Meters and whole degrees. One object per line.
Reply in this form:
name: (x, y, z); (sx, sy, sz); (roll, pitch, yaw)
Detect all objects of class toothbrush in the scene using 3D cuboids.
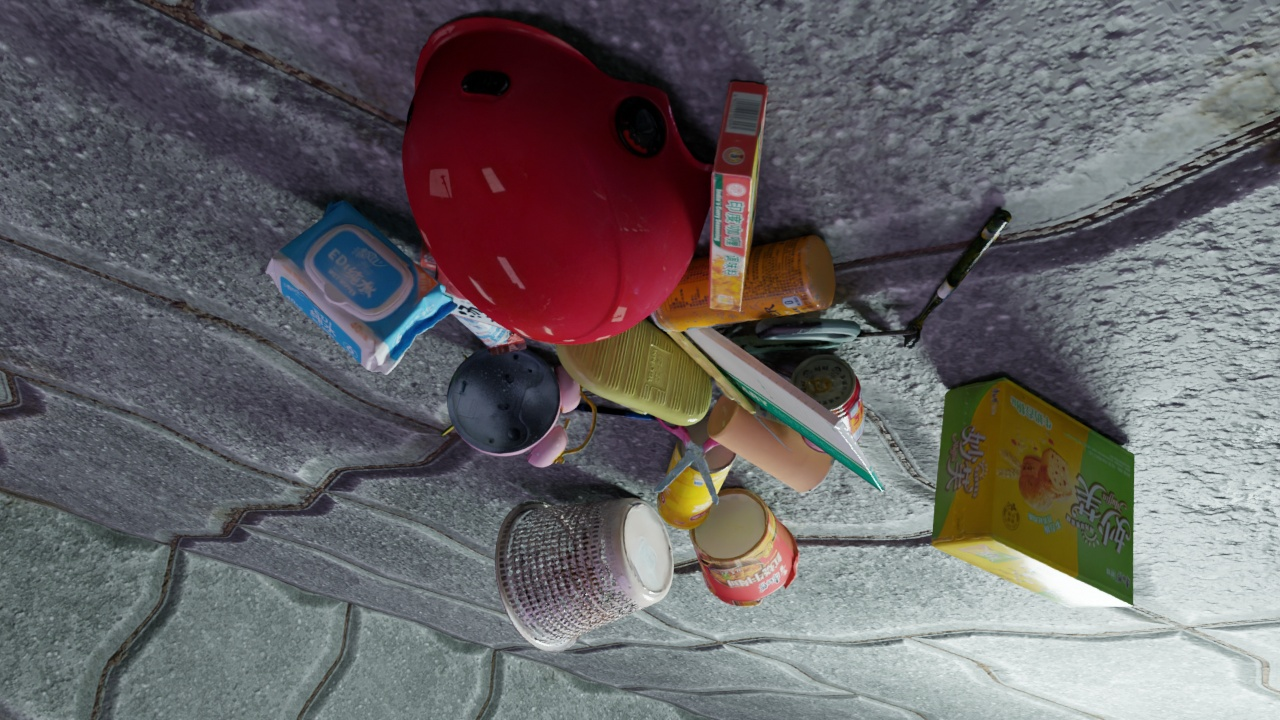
toothbrush: (-0.062, 0.055, 1.064); (0.189, 0.014, 0.016); (7, 129, 9)
toothbrush: (0.242, -0.058, 0.717); (0.012, 0.017, 0.186); (15, 153, 1)

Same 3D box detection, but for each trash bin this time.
trash bin: (-0.068, 0.294, 1.335); (0.193, 0.227, 0.227); (-20, 141, 27)

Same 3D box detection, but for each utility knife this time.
utility knife: (0.083, 0.023, 0.888); (0.213, 0.022, 0.031); (39, -177, -23)

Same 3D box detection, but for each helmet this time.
helmet: (-0.068, -0.100, 0.633); (0.207, 0.143, 0.240); (-9, 145, 39)

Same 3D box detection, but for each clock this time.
clock: (-0.124, 0.051, 0.973); (0.158, 0.117, 0.060); (14, 163, 2)

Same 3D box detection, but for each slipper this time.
slipper: (-0.015, 0.009, 0.876); (0.190, 0.091, 0.082); (28, 152, -34)

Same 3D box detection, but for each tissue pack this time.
tissue pack: (-0.237, -0.063, 0.778); (0.140, 0.089, 0.063); (42, 156, -1)

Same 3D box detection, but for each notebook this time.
notebook: (0.118, 0.030, 0.813); (0.209, 0.012, 0.150); (38, 174, 40)

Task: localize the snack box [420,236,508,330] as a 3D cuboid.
snack box: (-0.136, -0.076, 0.806); (0.127, 0.044, 0.113); (16, 153, -7)

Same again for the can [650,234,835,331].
can: (0.079, -0.059, 0.736); (0.146, 0.058, 0.058); (-8, 147, 34)

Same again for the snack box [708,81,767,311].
snack box: (0.065, -0.106, 0.631); (0.027, 0.076, 0.156); (8, 153, 8)

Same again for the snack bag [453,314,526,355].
snack bag: (-0.157, -0.039, 0.909); (0.048, 0.026, 0.104); (-13, 146, 19)

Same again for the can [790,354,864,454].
can: (0.179, 0.042, 0.880); (0.067, 0.066, 0.094); (2, 152, 19)

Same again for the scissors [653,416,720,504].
scissors: (0.058, 0.091, 0.998); (0.135, 0.133, 0.017); (46, 176, -1)

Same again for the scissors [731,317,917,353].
scissors: (0.136, -0.021, 0.768); (0.171, 0.019, 0.178); (-3, 174, 30)

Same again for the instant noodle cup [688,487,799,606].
instant noodle cup: (0.131, 0.241, 1.225); (0.138, 0.137, 0.109); (-2, 141, 25)

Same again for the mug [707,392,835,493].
mug: (0.137, 0.080, 0.968); (0.122, 0.078, 0.078); (28, 150, -18)

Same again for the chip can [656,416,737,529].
chip can: (0.067, 0.141, 1.112); (0.072, 0.072, 0.214); (12, 152, 0)

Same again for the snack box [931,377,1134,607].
snack box: (0.376, 0.129, 0.866); (0.210, 0.157, 0.070); (25, 154, -25)
